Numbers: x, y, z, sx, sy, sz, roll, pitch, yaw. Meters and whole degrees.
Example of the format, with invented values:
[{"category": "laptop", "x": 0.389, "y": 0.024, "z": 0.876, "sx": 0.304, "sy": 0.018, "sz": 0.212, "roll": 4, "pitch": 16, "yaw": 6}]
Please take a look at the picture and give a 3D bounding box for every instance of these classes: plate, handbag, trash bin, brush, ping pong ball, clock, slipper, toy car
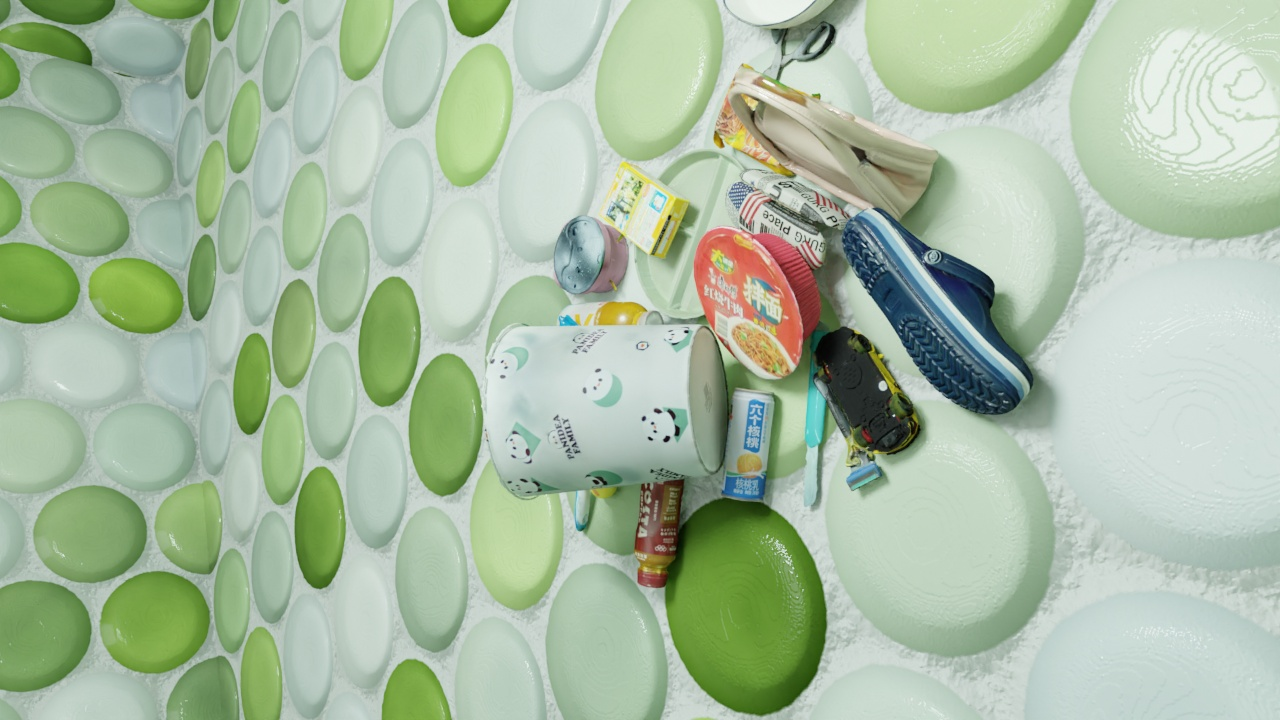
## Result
[{"category": "plate", "x": 0.188, "y": -0.500, "z": 1.120, "sx": 0.205, "sy": 0.045, "sz": 0.204, "roll": -14, "pitch": 70, "yaw": 41}, {"category": "handbag", "x": 0.184, "y": -0.243, "z": 0.969, "sx": 0.193, "sy": 0.233, "sz": 0.093, "roll": 40, "pitch": 107, "yaw": 40}, {"category": "trash bin", "x": -0.033, "y": 0.057, "z": 1.146, "sx": 0.252, "sy": 0.229, "sz": 0.229, "roll": -4, "pitch": 82, "yaw": 19}, {"category": "brush", "x": -0.102, "y": 0.096, "z": 1.337, "sx": 0.109, "sy": 0.060, "sz": 0.315, "roll": 23, "pitch": 115, "yaw": 26}, {"category": "plate", "x": 0.075, "y": -0.169, "z": 1.234, "sx": 0.231, "sy": 0.027, "sz": 0.230, "roll": -6, "pitch": 82, "yaw": 47}, {"category": "ping pong ball", "x": -0.054, "y": 0.179, "z": 1.327, "sx": 0.040, "sy": 0.040, "sz": 0.040, "roll": -7, "pitch": 81, "yaw": 47}, {"category": "clock", "x": -0.084, "y": -0.158, "z": 1.384, "sx": 0.159, "sy": 0.059, "sz": 0.117, "roll": 15, "pitch": 98, "yaw": 46}, {"category": "slipper", "x": 0.305, "y": -0.057, "z": 0.930, "sx": 0.095, "sy": 0.105, "sz": 0.252, "roll": -33, "pitch": 70, "yaw": -6}, {"category": "toy car", "x": 0.249, "y": 0.030, "z": 1.013, "sx": 0.071, "sy": 0.041, "sz": 0.155, "roll": -48, "pitch": 55, "yaw": 33}]

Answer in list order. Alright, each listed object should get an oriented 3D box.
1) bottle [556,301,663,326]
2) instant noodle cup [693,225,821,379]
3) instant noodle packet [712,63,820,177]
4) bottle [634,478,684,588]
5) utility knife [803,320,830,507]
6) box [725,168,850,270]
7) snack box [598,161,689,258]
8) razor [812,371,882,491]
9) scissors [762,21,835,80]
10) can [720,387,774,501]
[{"category": "bottle", "x": -0.043, "y": -0.051, "z": 1.319, "sx": 0.190, "sy": 0.068, "sz": 0.068, "roll": 1, "pitch": 86, "yaw": 48}, {"category": "instant noodle cup", "x": 0.145, "y": -0.077, "z": 1.080, "sx": 0.194, "sy": 0.065, "sz": 0.194, "roll": 43, "pitch": 149, "yaw": 35}, {"category": "instant noodle packet", "x": 0.155, "y": -0.298, "z": 1.142, "sx": 0.128, "sy": 0.044, "sz": 0.111, "roll": 36, "pitch": 117, "yaw": 33}, {"category": "bottle", "x": 0.024, "y": 0.213, "z": 1.226, "sx": 0.058, "sy": 0.057, "sz": 0.175, "roll": 7, "pitch": 91, "yaw": 48}, {"category": "utility knife", "x": 0.205, "y": 0.062, "z": 1.078, "sx": 0.029, "sy": 0.013, "sz": 0.222, "roll": 2, "pitch": 85, "yaw": 45}, {"category": "box", "x": 0.170, "y": -0.168, "z": 1.093, "sx": 0.162, "sy": 0.076, "sz": 0.088, "roll": 41, "pitch": 119, "yaw": 34}, {"category": "snack box", "x": 0.003, "y": -0.211, "z": 1.275, "sx": 0.140, "sy": 0.033, "sz": 0.087, "roll": 42, "pitch": 115, "yaw": 41}, {"category": "razor", "x": 0.230, "y": 0.076, "z": 1.042, "sx": 0.043, "sy": 0.022, "sz": 0.142, "roll": -37, "pitch": 62, "yaw": 33}, {"category": "scissors", "x": 0.177, "y": -0.376, "z": 1.159, "sx": 0.160, "sy": 0.014, "sz": 0.181, "roll": 8, "pitch": 94, "yaw": 50}, {"category": "can", "x": 0.132, "y": 0.102, "z": 1.124, "sx": 0.053, "sy": 0.053, "sz": 0.134, "roll": 7, "pitch": 91, "yaw": 48}]
